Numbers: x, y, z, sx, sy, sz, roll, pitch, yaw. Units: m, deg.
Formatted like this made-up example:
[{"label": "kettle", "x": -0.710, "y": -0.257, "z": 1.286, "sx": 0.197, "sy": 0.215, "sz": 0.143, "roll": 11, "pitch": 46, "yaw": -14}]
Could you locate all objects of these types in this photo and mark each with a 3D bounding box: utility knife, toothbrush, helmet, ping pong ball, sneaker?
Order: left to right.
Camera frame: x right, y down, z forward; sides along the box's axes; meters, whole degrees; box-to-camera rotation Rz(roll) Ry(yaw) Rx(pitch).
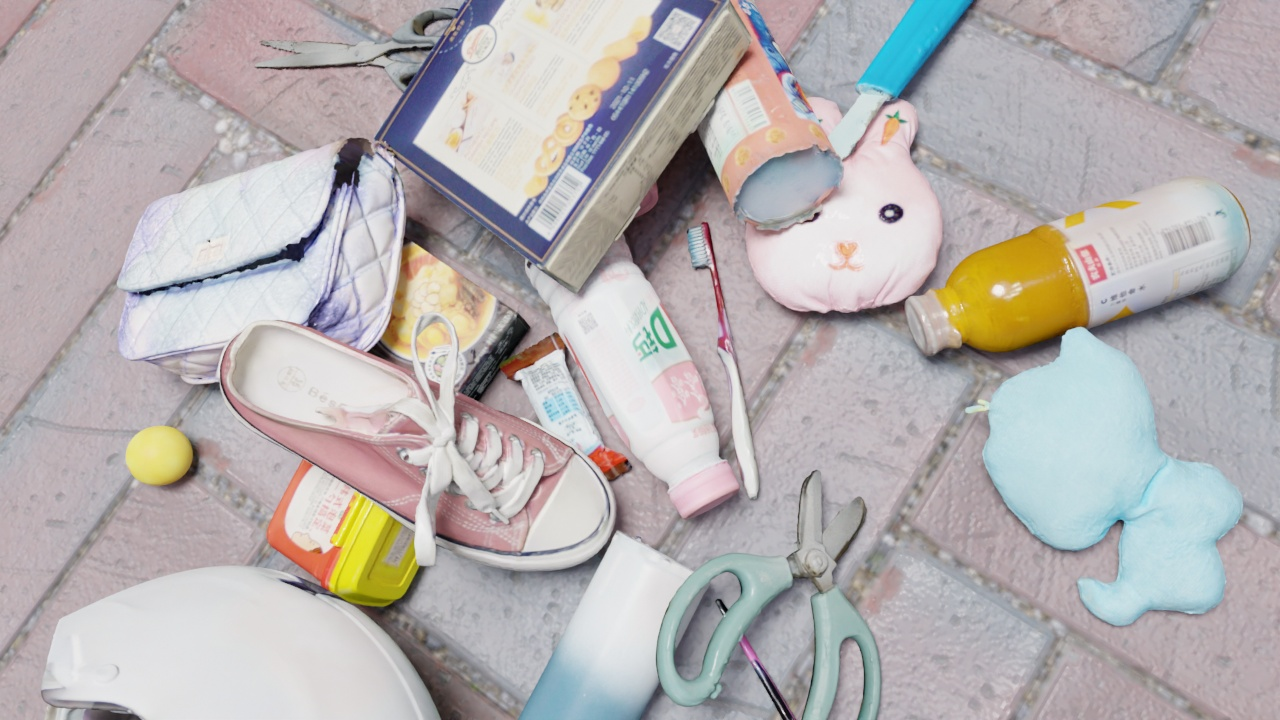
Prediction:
[{"label": "ping pong ball", "x": -0.323, "y": 0.064, "z": 0.616, "sx": 0.040, "sy": 0.040, "sz": 0.040, "roll": -2, "pitch": 76, "yaw": 8}, {"label": "helmet", "x": -0.187, "y": 0.215, "z": 0.488, "sx": 0.258, "sy": 0.230, "sz": 0.145, "roll": 46, "pitch": 48, "yaw": 6}, {"label": "sneaker", "x": -0.112, "y": 0.048, "z": 0.500, "sx": 0.241, "sy": 0.088, "sz": 0.118, "roll": 30, "pitch": 72, "yaw": -17}, {"label": "toothbrush", "x": 0.053, "y": -0.003, "z": 0.592, "sx": 0.017, "sy": 0.016, "sz": 0.187, "roll": -13, "pitch": 74, "yaw": 13}, {"label": "toothbrush", "x": 0.093, "y": 0.223, "z": 0.531, "sx": 0.018, "sy": 0.014, "sz": 0.189, "roll": -36, "pitch": 73, "yaw": 11}, {"label": "utility knife", "x": 0.172, "y": -0.200, "z": 0.601, "sx": 0.034, "sy": 0.018, "sz": 0.204, "roll": 33, "pitch": 70, "yaw": 12}]

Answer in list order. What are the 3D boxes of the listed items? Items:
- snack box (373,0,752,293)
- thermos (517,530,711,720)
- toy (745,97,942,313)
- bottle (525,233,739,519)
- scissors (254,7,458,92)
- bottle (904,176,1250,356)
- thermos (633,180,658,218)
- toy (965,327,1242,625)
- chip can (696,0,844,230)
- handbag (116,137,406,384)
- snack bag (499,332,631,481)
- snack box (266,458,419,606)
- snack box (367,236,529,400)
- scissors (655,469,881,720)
[{"label": "snack box", "x": -0.055, "y": -0.163, "z": 0.561, "sx": 0.182, "sy": 0.045, "sz": 0.178, "roll": 38, "pitch": 96, "yaw": 31}, {"label": "thermos", "x": -0.036, "y": 0.209, "z": 0.528, "sx": 0.070, "sy": 0.070, "sz": 0.220, "roll": 26, "pitch": 82, "yaw": 13}, {"label": "toy", "x": 0.130, "y": -0.105, "z": 0.589, "sx": 0.121, "sy": 0.054, "sz": 0.159, "roll": 1, "pitch": 69, "yaw": 11}, {"label": "bottle", "x": -0.003, "y": 0.003, "z": 0.571, "sx": 0.068, "sy": 0.068, "sz": 0.197, "roll": -28, "pitch": 74, "yaw": 0}, {"label": "scissors", "x": -0.205, "y": -0.236, "z": 0.692, "sx": 0.170, "sy": 0.014, "sz": 0.150, "roll": 43, "pitch": 87, "yaw": 18}, {"label": "bottle", "x": 0.254, "y": -0.050, "z": 0.546, "sx": 0.189, "sy": 0.068, "sz": 0.068, "roll": -19, "pitch": 74, "yaw": 3}, {"label": "thermos", "x": -0.040, "y": -0.194, "z": 0.632, "sx": 0.087, "sy": 0.067, "sz": 0.198, "roll": -19, "pitch": 72, "yaw": 33}, {"label": "toy", "x": 0.262, "y": 0.066, "z": 0.524, "sx": 0.156, "sy": 0.049, "sz": 0.161, "roll": 13, "pitch": 92, "yaw": 7}, {"label": "chip can", "x": 0.056, "y": -0.184, "z": 0.582, "sx": 0.071, "sy": 0.071, "sz": 0.214, "roll": -20, "pitch": 60, "yaw": 3}, {"label": "handbag", "x": -0.246, "y": -0.062, "z": 0.587, "sx": 0.194, "sy": 0.075, "sz": 0.134, "roll": -9, "pitch": 65, "yaw": 26}, {"label": "snack bag", "x": -0.049, "y": 0.036, "z": 0.590, "sx": 0.048, "sy": 0.026, "sz": 0.104, "roll": -31, "pitch": 74, "yaw": -3}, {"label": "snack box", "x": -0.176, "y": 0.095, "z": 0.569, "sx": 0.080, "sy": 0.082, "sz": 0.091, "roll": 20, "pitch": 77, "yaw": 22}, {"label": "snack box", "x": -0.158, "y": -0.013, "z": 0.611, "sx": 0.125, "sy": 0.053, "sz": 0.113, "roll": 33, "pitch": 83, "yaw": 9}, {"label": "scissors", "x": 0.098, "y": 0.156, "z": 0.527, "sx": 0.174, "sy": 0.019, "sz": 0.176, "roll": -40, "pitch": 93, "yaw": -26}]
